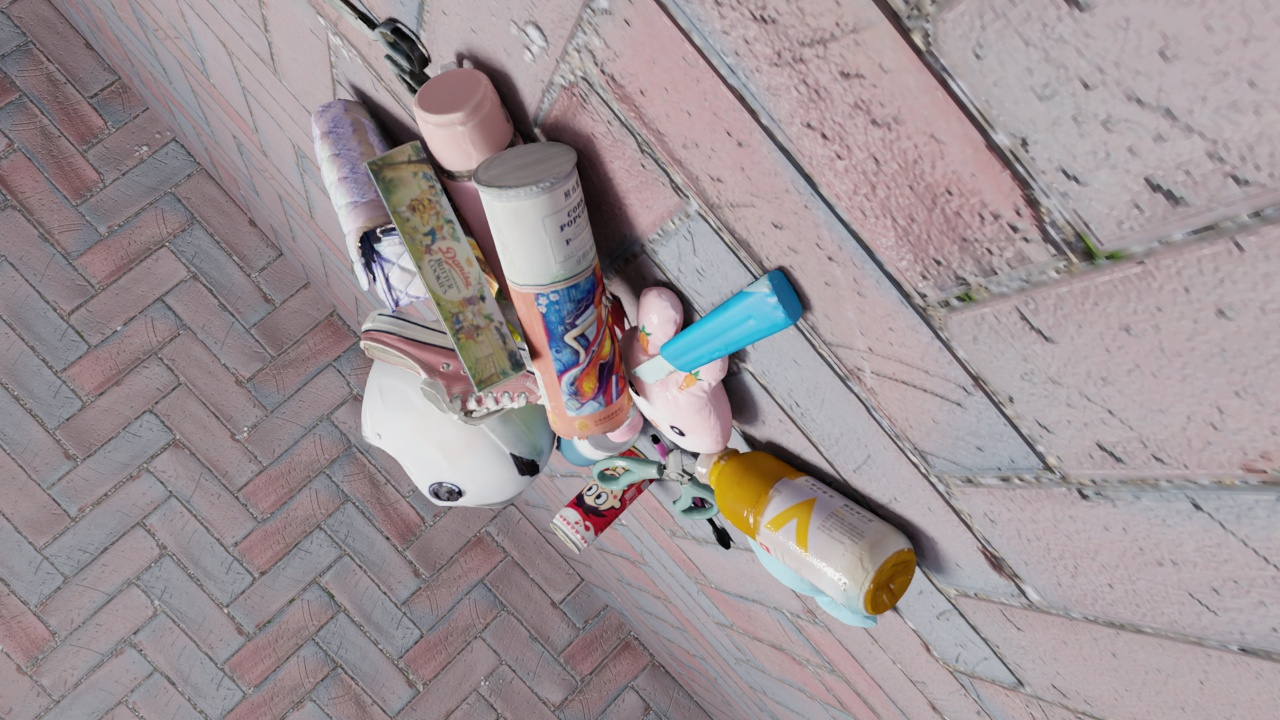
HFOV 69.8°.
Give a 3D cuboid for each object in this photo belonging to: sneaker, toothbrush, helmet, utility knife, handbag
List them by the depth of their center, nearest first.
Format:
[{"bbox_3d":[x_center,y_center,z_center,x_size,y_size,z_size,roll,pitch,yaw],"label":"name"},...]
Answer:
[{"bbox_3d":[0.040,-0.012,0.604,0.034,0.018,0.205,46,151,-7],"label":"utility knife"},{"bbox_3d":[-0.005,0.005,0.830,0.017,0.016,0.188,44,165,37],"label":"toothbrush"},{"bbox_3d":[-0.261,-0.147,0.897,0.134,0.075,0.193,89,155,-54],"label":"handbag"},{"bbox_3d":[-0.171,0.022,0.933,0.241,0.087,0.118,17,157,-8],"label":"sneaker"},{"bbox_3d":[0.056,0.146,1.012,0.189,0.014,0.018,57,173,-29],"label":"toothbrush"},{"bbox_3d":[-0.191,0.050,1.113,0.258,0.228,0.146,42,129,-21],"label":"helmet"}]

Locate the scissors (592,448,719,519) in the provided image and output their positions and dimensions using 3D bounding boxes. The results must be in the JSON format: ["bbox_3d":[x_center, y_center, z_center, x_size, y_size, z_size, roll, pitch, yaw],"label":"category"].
[{"bbox_3d":[0.039,0.130,0.949,0.176,0.019,0.175,34,147,-27],"label":"scissors"}]

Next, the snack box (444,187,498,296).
[{"bbox_3d":[-0.164,-0.110,0.908,0.125,0.053,0.113,44,164,-8],"label":"snack box"}]

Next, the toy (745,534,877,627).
[{"bbox_3d":[0.144,0.178,0.801,0.156,0.050,0.161,39,176,11],"label":"toy"}]

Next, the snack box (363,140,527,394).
[{"bbox_3d":[-0.151,-0.070,0.725,0.182,0.045,0.178,66,172,-9],"label":"snack box"}]

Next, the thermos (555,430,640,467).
[{"bbox_3d":[-0.051,0.085,1.051,0.070,0.070,0.221,47,164,0],"label":"thermos"}]

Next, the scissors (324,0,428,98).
[{"bbox_3d":[-0.219,-0.271,0.734,0.170,0.014,0.151,54,164,-15],"label":"scissors"}]

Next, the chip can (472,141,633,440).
[{"bbox_3d":[-0.058,-0.044,0.664,0.071,0.071,0.215,31,143,44],"label":"chip can"}]

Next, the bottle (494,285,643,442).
[{"bbox_3d":[-0.059,-0.002,0.856,0.068,0.068,0.197,25,153,52],"label":"bottle"}]

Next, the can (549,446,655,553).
[{"bbox_3d":[-0.043,0.164,1.084,0.053,0.132,0.053,42,164,16],"label":"can"}]

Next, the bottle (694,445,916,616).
[{"bbox_3d":[0.117,0.119,0.701,0.190,0.068,0.068,31,157,43],"label":"bottle"}]

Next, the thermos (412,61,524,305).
[{"bbox_3d":[-0.109,-0.131,0.699,0.199,0.067,0.087,67,-177,-51],"label":"thermos"}]

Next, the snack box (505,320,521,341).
[{"bbox_3d":[-0.172,-0.049,1.009,0.080,0.082,0.091,55,162,6],"label":"snack box"}]

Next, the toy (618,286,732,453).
[{"bbox_3d":[0.027,0.010,0.707,0.121,0.054,0.160,43,156,24],"label":"toy"}]
